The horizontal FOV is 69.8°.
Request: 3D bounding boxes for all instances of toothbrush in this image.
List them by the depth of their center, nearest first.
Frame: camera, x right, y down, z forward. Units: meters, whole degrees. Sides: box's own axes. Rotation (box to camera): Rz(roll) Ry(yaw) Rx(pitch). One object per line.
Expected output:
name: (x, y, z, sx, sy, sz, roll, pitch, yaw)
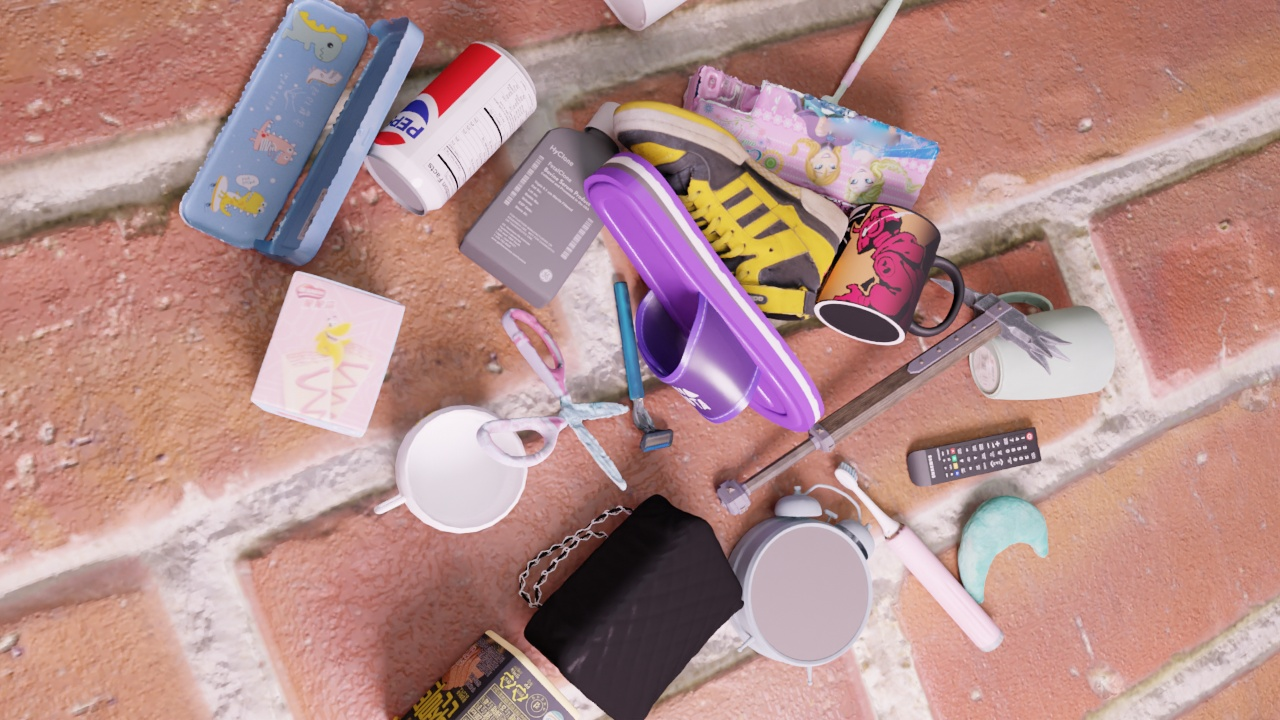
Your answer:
toothbrush: (0.247, 0.175, 0.822, 0.222, 0.027, 0.026, 48, 39, -8)
toothbrush: (0.211, -0.292, 0.868, 0.022, 0.015, 0.154, 47, 69, -40)

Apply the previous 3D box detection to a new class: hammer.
hammer: (0.197, 0.036, 0.799, 0.316, 0.147, 0.028, -32, 136, -10)

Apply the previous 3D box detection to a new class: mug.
mug: (-0.144, 0.086, 0.684, 0.115, 0.068, 0.094, -27, 92, -19)
mug: (0.225, -0.069, 0.806, 0.118, 0.082, 0.098, 23, 77, 4)
mug: (0.364, -0.016, 0.859, 0.104, 0.084, 0.111, -8, 58, -7)

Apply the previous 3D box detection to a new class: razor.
razor: (-0.005, 0.004, 0.765, 0.042, 0.022, 0.144, -3, 78, -56)

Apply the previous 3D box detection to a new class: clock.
clock: (0.140, 0.182, 0.777, 0.122, 0.045, 0.159, 29, 78, -14)

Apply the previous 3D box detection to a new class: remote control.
remote control: (0.316, 0.090, 0.859, 0.146, 0.015, 0.033, -8, 87, -18)

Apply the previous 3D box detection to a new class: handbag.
handbag: (-0.008, 0.193, 0.721, 0.153, 0.115, 0.125, -46, 122, -20)

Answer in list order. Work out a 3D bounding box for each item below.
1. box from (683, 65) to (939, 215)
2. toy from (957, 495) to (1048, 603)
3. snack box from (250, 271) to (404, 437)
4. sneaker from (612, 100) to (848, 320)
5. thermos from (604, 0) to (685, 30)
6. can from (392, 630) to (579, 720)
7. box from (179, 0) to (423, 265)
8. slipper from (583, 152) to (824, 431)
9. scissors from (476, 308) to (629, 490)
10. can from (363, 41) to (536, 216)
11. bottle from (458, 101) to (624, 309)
box: (0.151, -0.190, 0.808, 0.230, 0.071, 0.084, 14, 80, -16)
toy: (0.332, 0.168, 0.849, 0.105, 0.033, 0.085, -29, 107, -16)
snack box: (-0.222, -0.001, 0.656, 0.079, 0.093, 0.094, 19, 79, -15)
sneaker: (0.064, -0.107, 0.750, 0.238, 0.086, 0.122, 23, 76, -28)
thermos: (0.064, -0.377, 0.791, 0.220, 0.099, 0.099, -41, 97, -13)
can: (-0.112, 0.255, 0.644, 0.100, 0.131, 0.072, -44, 98, -20)
box: (-0.249, -0.175, 0.692, 0.125, 0.043, 0.209, 18, 77, 17)
slipper: (0.030, -0.027, 0.719, 0.084, 0.107, 0.266, -44, 111, -17)
scissors: (-0.070, 0.034, 0.700, 0.170, 0.013, 0.176, 55, 32, 8)
can: (-0.146, -0.180, 0.712, 0.070, 0.070, 0.132, 42, 74, -9)
bottle: (-0.062, -0.136, 0.747, 0.083, 0.046, 0.173, 37, 75, -11)
